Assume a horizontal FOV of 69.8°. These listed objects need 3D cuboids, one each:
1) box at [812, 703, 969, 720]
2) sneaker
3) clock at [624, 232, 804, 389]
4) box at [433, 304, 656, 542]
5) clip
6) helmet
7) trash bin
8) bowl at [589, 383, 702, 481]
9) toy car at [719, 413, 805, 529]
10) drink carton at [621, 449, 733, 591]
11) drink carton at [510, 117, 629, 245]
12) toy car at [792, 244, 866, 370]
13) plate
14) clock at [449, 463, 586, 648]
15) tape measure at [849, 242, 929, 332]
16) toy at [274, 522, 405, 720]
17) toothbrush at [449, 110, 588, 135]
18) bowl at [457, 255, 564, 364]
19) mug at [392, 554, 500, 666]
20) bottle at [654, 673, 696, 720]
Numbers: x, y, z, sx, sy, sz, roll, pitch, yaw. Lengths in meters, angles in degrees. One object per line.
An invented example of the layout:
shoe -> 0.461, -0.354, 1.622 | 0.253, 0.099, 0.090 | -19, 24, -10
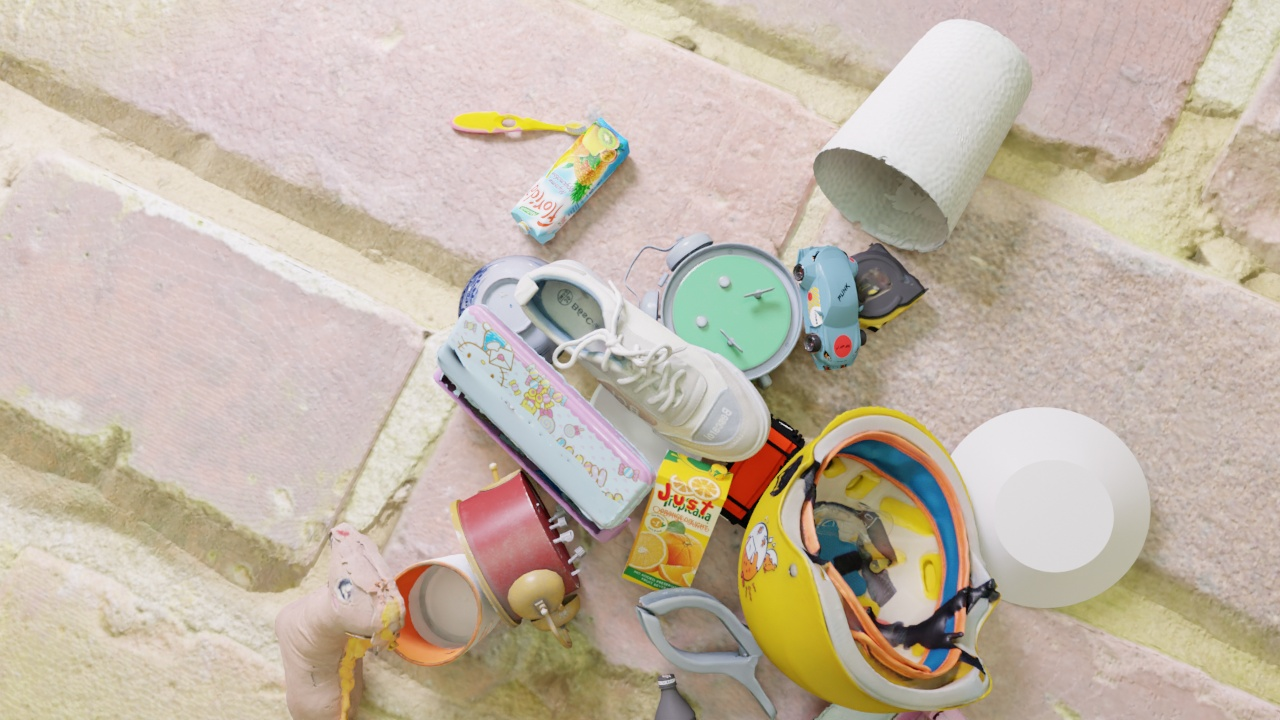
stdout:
box -> 0.152, 0.340, 0.750 | 0.230, 0.084, 0.090 | -44, 83, -3
sneaker -> -0.004, 0.004, 0.749 | 0.242, 0.090, 0.090 | 38, 106, 10
clock -> 0.062, -0.049, 0.812 | 0.161, 0.075, 0.122 | 29, 85, 6
box -> -0.087, 0.060, 0.773 | 0.214, 0.140, 0.062 | 43, 59, 11
clip -> 0.074, 0.230, 0.774 | 0.162, 0.027, 0.090 | 38, 84, -17
helmet -> 0.168, 0.167, 0.741 | 0.209, 0.140, 0.239 | 34, 47, -15
trash bin -> 0.251, -0.199, 0.800 | 0.133, 0.133, 0.161 | 36, 81, 7
bowl -> 0.009, 0.056, 0.819 | 0.110, 0.040, 0.110 | -1, 83, 4
toy car -> 0.100, 0.096, 0.804 | 0.051, 0.049, 0.100 | 35, 86, 7
drink carton -> 0.031, 0.138, 0.776 | 0.058, 0.041, 0.123 | 20, 118, 6
drink carton -> -0.065, -0.165, 0.854 | 0.044, 0.038, 0.129 | 42, 87, 8
toy car -> 0.166, -0.047, 0.779 | 0.060, 0.028, 0.107 | -7, 88, -25
plate -> 0.343, 0.128, 0.775 | 0.174, 0.036, 0.174 | 0, 92, 10
clock -> -0.089, 0.165, 0.768 | 0.081, 0.117, 0.158 | -28, 62, -4
tape measure -> 0.207, -0.064, 0.824 | 0.072, 0.042, 0.071 | -42, 85, 0
toy -> -0.230, 0.237, 0.726 | 0.065, 0.265, 0.196 | -22, 85, -41
toothbrush -> -0.117, -0.226, 0.877 | 0.135, 0.016, 0.021 | 4, 87, 4
bowl -> -0.117, -0.046, 0.838 | 0.114, 0.045, 0.114 | 0, 82, 3
mug -> -0.163, 0.208, 0.776 | 0.082, 0.105, 0.082 | 0, 82, 3
bottle -> 0.033, 0.325, 0.783 | 0.036, 0.036, 0.110 | -12, 82, 1
